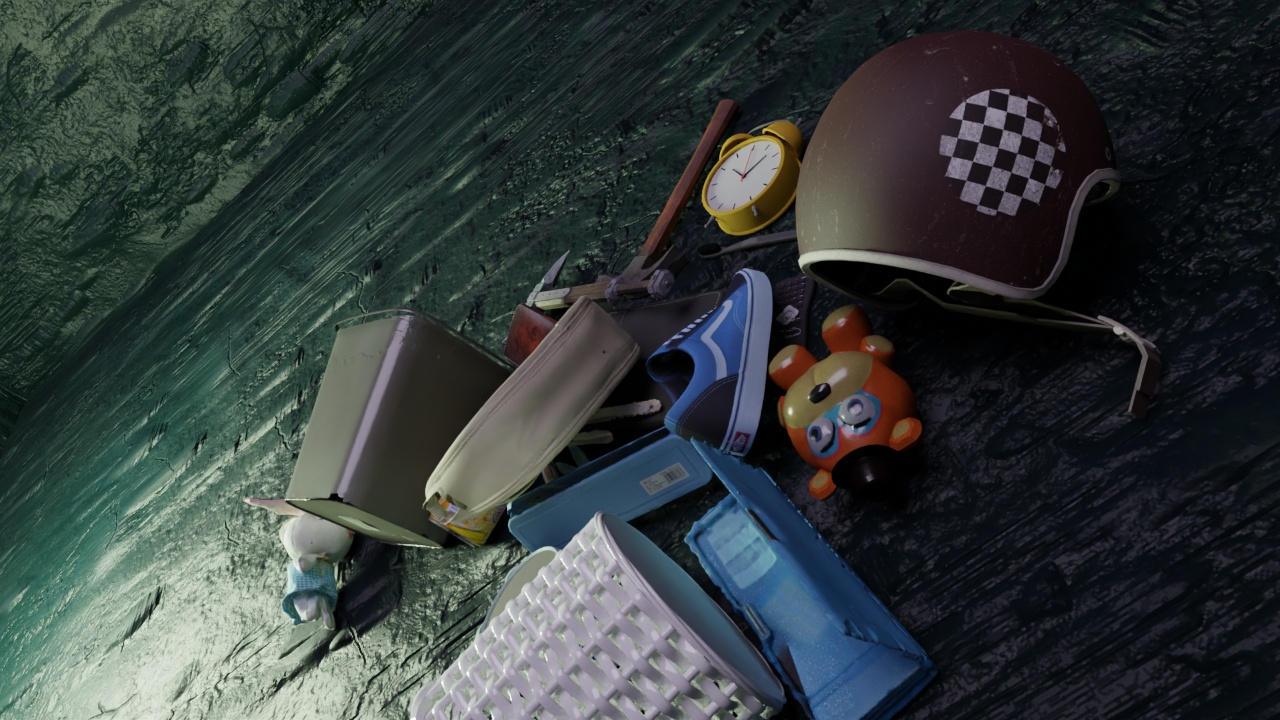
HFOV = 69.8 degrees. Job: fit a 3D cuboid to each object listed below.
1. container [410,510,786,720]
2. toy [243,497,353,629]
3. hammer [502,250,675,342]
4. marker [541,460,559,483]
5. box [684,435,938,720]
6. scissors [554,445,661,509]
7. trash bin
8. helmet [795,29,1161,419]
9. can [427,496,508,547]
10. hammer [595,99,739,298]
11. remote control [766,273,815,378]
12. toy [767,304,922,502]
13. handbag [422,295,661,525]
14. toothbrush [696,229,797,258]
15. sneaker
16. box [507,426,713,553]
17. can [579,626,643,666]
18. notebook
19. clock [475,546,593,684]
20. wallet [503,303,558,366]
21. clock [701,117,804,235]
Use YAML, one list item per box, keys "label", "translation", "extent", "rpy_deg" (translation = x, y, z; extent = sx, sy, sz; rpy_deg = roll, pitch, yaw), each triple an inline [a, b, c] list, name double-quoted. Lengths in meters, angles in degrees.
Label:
- label: "container"
  translation: [-0.028, 0.236, 0.645]
  extent: [0.187, 0.189, 0.189]
  rpy_deg: [-46, 35, 0]
- label: "toy"
  translation: [-0.400, 0.239, 1.124]
  extent: [0.105, 0.131, 0.205]
  rpy_deg: [-29, 47, -9]
- label: "hammer"
  translation: [-0.054, -0.081, 1.064]
  extent: [0.317, 0.028, 0.146]
  rpy_deg: [0, 59, 58]
- label: "marker"
  translation: [-0.090, 0.130, 0.960]
  extent: [0.017, 0.017, 0.145]
  rpy_deg: [-42, 35, 8]
- label: "box"
  translation: [0.094, 0.153, 0.664]
  extent: [0.094, 0.110, 0.231]
  rpy_deg: [-43, 35, 4]
- label: "scissors"
  translation: [-0.030, 0.114, 0.914]
  extent: [0.108, 0.016, 0.179]
  rpy_deg: [-46, 35, 5]
- label: "trash bin"
  translation: [-0.280, 0.087, 1.067]
  extent: [0.198, 0.197, 0.219]
  rpy_deg: [-7, 58, 44]
- label: "helmet"
  translation: [0.240, -0.118, 0.699]
  extent: [0.233, 0.233, 0.253]
  rpy_deg: [-176, 103, -78]
- label: "can"
  translation: [-0.174, 0.143, 0.992]
  extent: [0.068, 0.067, 0.105]
  rpy_deg: [11, 65, 50]
- label: "hammer"
  translation: [0.051, -0.203, 1.125]
  extent: [0.111, 0.028, 0.300]
  rpy_deg: [2, 57, 48]
- label: "remote control"
  translation: [0.142, -0.034, 0.880]
  extent: [0.047, 0.009, 0.124]
  rpy_deg: [-16, 46, 37]
- label: "toy"
  translation: [0.164, 0.038, 0.727]
  extent: [0.112, 0.096, 0.176]
  rpy_deg: [-39, 46, 22]
- label: "handbag"
  translation: [-0.091, 0.064, 0.908]
  extent: [0.185, 0.132, 0.228]
  rpy_deg: [-43, 5, 37]
- label: "toothbrush"
  translation: [0.129, -0.128, 0.984]
  extent: [0.168, 0.013, 0.012]
  rpy_deg: [-5, 53, 41]
- label: "sneaker"
  translation: [0.062, -0.018, 0.833]
  extent: [0.240, 0.098, 0.084]
  rpy_deg: [-77, 3, -51]
- label: "box"
  translation: [-0.031, 0.110, 0.855]
  extent: [0.210, 0.069, 0.063]
  rpy_deg: [-29, 26, 22]
- label: "can"
  translation: [-0.005, 0.227, 0.765]
  extent: [0.095, 0.032, 0.032]
  rpy_deg: [-36, 37, 16]
- label: "notebook"
  translation: [-0.006, 0.006, 0.983]
  extent: [0.210, 0.029, 0.169]
  rpy_deg: [-6, 53, 42]
- label: "clock"
  translation: [-0.099, 0.230, 0.830]
  extent: [0.160, 0.045, 0.122]
  rpy_deg: [-18, 39, 56]
- label: "wallet"
  translation: [-0.120, -0.019, 1.071]
  extent: [0.123, 0.019, 0.072]
  rpy_deg: [30, 105, 53]
- label: "clock"
  translation: [0.127, -0.210, 1.031]
  extent: [0.114, 0.052, 0.151]
  rpy_deg: [-6, 56, 44]
